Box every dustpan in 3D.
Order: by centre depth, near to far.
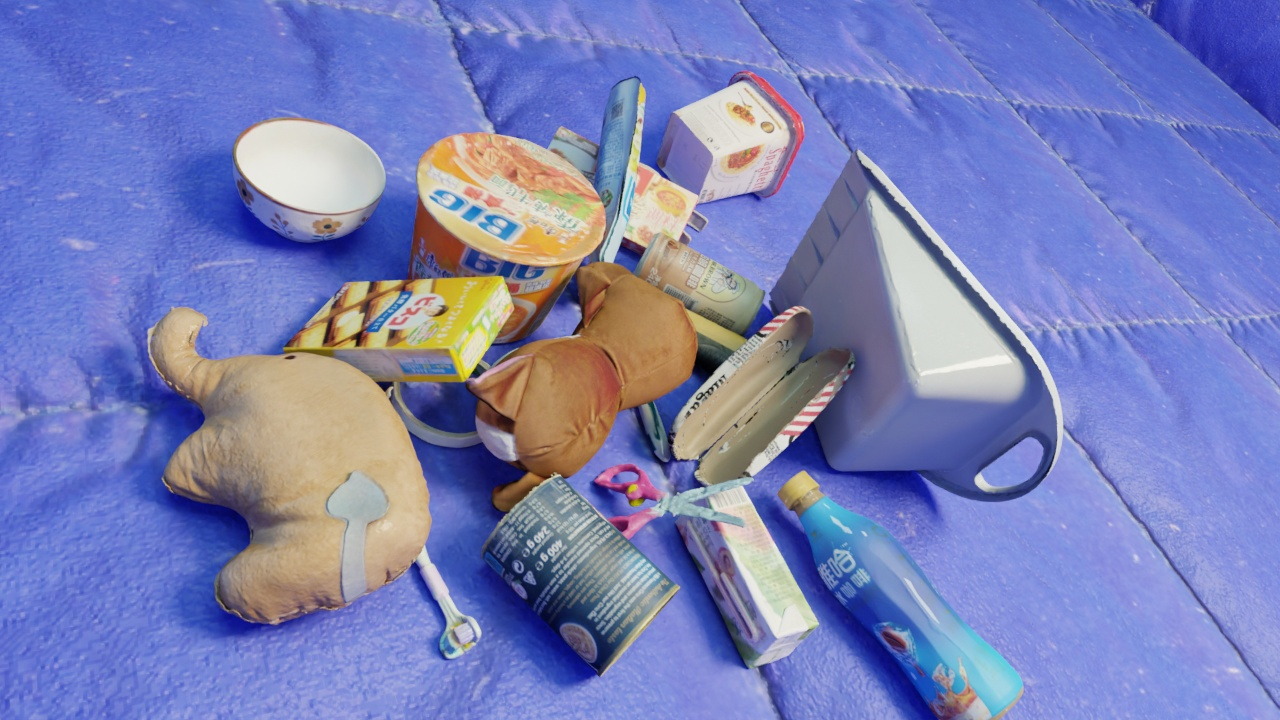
[{"bbox_3d":[0.233,-0.006,0.779,0.142,0.223,0.257,0,61,-14],"label":"dustpan"}]

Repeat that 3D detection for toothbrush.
[{"bbox_3d":[-0.156,0.106,0.598,0.189,0.029,0.020,54,6,25],"label":"toothbrush"},{"bbox_3d":[-0.005,0.005,0.778,0.016,0.018,0.191,2,49,-28],"label":"toothbrush"}]

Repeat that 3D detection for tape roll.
[{"bbox_3d":[-0.142,0.027,0.684,0.085,0.014,0.085,16,44,-16],"label":"tape roll"}]

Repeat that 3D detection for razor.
[{"bbox_3d":[0.061,-0.017,0.811,0.167,0.062,0.067,29,74,6],"label":"razor"}]

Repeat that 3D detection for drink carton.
[{"bbox_3d":[0.072,0.151,0.657,0.045,0.054,0.122,-7,54,-30],"label":"drink carton"}]

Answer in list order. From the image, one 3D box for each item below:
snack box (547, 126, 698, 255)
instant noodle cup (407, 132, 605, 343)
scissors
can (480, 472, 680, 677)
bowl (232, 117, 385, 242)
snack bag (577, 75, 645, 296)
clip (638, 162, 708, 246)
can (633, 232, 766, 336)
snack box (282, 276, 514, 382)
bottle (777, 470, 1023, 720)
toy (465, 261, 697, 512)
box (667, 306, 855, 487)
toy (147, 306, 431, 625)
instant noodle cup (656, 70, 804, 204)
[{"bbox_3d":[-0.027,-0.159,0.889,0.153,0.025,0.075,27,74,-4],"label":"snack box"},{"bbox_3d":[-0.116,-0.093,0.738,0.151,0.112,0.151,15,45,-16],"label":"instant noodle cup"},{"bbox_3d":[0.013,0.107,0.646,0.134,0.017,0.112,9,42,37],"label":"scissors"},{"bbox_3d":[-0.040,0.136,0.592,0.111,0.075,0.075,41,44,12],"label":"can"},{"bbox_3d":[-0.266,-0.135,0.732,0.113,0.062,0.113,15,46,-17],"label":"bowl"},{"bbox_3d":[-0.025,-0.145,0.805,0.039,0.111,0.190,14,67,-16],"label":"snack bag"},{"bbox_3d":[0.021,-0.160,0.937,0.100,0.035,0.071,40,42,3],"label":"clip"},{"bbox_3d":[0.052,-0.068,0.847,0.116,0.059,0.058,28,43,-3],"label":"can"},{"bbox_3d":[-0.169,-0.022,0.648,0.141,0.034,0.086,2,38,20],"label":"snack box"},{"bbox_3d":[0.185,0.174,0.688,0.065,0.065,0.218,-22,63,-41],"label":"bottle"},{"bbox_3d":[-0.051,0.011,0.664,0.131,0.140,0.199,8,38,32],"label":"toy"},{"bbox_3d":[0.089,0.024,0.730,0.162,0.076,0.088,-44,106,-11],"label":"box"},{"bbox_3d":[-0.218,0.051,0.569,0.143,0.083,0.226,-21,61,-33],"label":"toy"},{"bbox_3d":[0.094,-0.234,0.997,0.124,0.117,0.116,-25,65,-29],"label":"instant noodle cup"}]
